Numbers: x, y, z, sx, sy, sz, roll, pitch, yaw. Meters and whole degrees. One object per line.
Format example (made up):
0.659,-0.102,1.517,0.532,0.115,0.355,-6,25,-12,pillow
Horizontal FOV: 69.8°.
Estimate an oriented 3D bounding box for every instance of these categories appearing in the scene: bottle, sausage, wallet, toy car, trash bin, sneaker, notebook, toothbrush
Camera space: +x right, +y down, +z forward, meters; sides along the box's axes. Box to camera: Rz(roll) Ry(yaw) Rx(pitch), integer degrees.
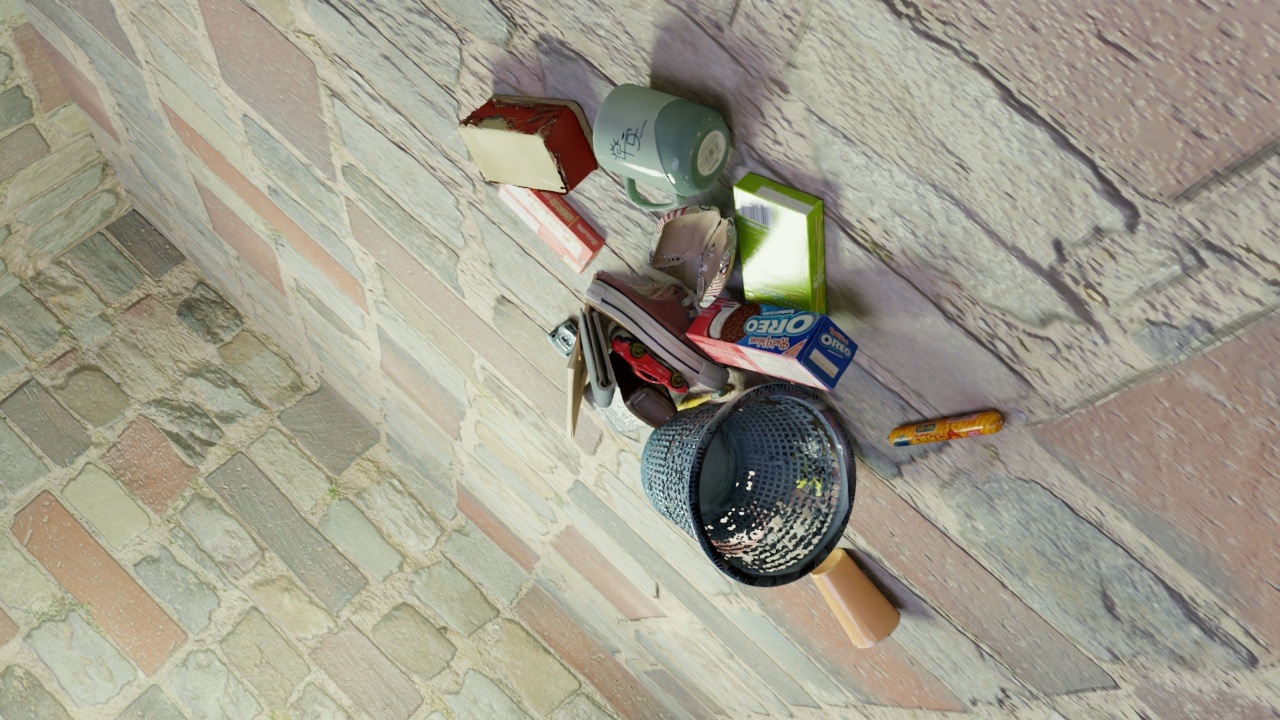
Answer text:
-0.007,0.007,1.164,0.080,0.044,0.194,38,-164,-31,bottle
0.302,0.070,0.918,0.021,0.021,0.165,49,156,-8,sausage
-0.056,-0.003,1.101,0.130,0.037,0.106,102,154,-78,wallet
-0.114,-0.030,1.397,0.049,0.031,0.106,50,157,-6,toy car
0.011,0.008,1.062,0.106,0.031,0.049,35,180,-20,toy car
0.107,0.135,1.093,0.226,0.226,0.195,54,159,-19,trash bin
0.039,-0.045,1.075,0.241,0.088,0.118,37,178,-39,sneaker
0.193,0.133,1.173,0.105,0.032,0.048,40,156,14,toy car
-0.080,-0.001,1.267,0.012,0.149,0.212,12,151,1,notebook
0.059,0.063,1.248,0.192,0.018,0.016,-25,86,52,toothbrush

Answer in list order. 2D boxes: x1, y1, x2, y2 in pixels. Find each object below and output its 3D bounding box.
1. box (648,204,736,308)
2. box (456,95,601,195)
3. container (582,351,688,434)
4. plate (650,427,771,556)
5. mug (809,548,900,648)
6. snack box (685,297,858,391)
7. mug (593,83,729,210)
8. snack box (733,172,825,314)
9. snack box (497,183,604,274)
0.050,-0.109,0.944,0.087,0.075,0.162,12,169,-1,box
-0.134,-0.242,1.040,0.168,0.078,0.091,19,146,43,box
-0.004,0.042,1.272,0.090,0.090,0.114,51,152,-14,container
0.098,0.167,1.293,0.230,0.028,0.230,27,128,40,plate
0.293,0.326,1.273,0.123,0.078,0.078,54,155,-6,mug
0.130,-0.020,0.943,0.058,0.057,0.208,40,170,-27,snack box
0.020,-0.191,0.858,0.106,0.082,0.112,26,124,29,mug
0.137,-0.104,0.897,0.086,0.026,0.156,28,150,32,snack box
-0.116,-0.182,1.168,0.153,0.025,0.075,45,155,0,snack box
